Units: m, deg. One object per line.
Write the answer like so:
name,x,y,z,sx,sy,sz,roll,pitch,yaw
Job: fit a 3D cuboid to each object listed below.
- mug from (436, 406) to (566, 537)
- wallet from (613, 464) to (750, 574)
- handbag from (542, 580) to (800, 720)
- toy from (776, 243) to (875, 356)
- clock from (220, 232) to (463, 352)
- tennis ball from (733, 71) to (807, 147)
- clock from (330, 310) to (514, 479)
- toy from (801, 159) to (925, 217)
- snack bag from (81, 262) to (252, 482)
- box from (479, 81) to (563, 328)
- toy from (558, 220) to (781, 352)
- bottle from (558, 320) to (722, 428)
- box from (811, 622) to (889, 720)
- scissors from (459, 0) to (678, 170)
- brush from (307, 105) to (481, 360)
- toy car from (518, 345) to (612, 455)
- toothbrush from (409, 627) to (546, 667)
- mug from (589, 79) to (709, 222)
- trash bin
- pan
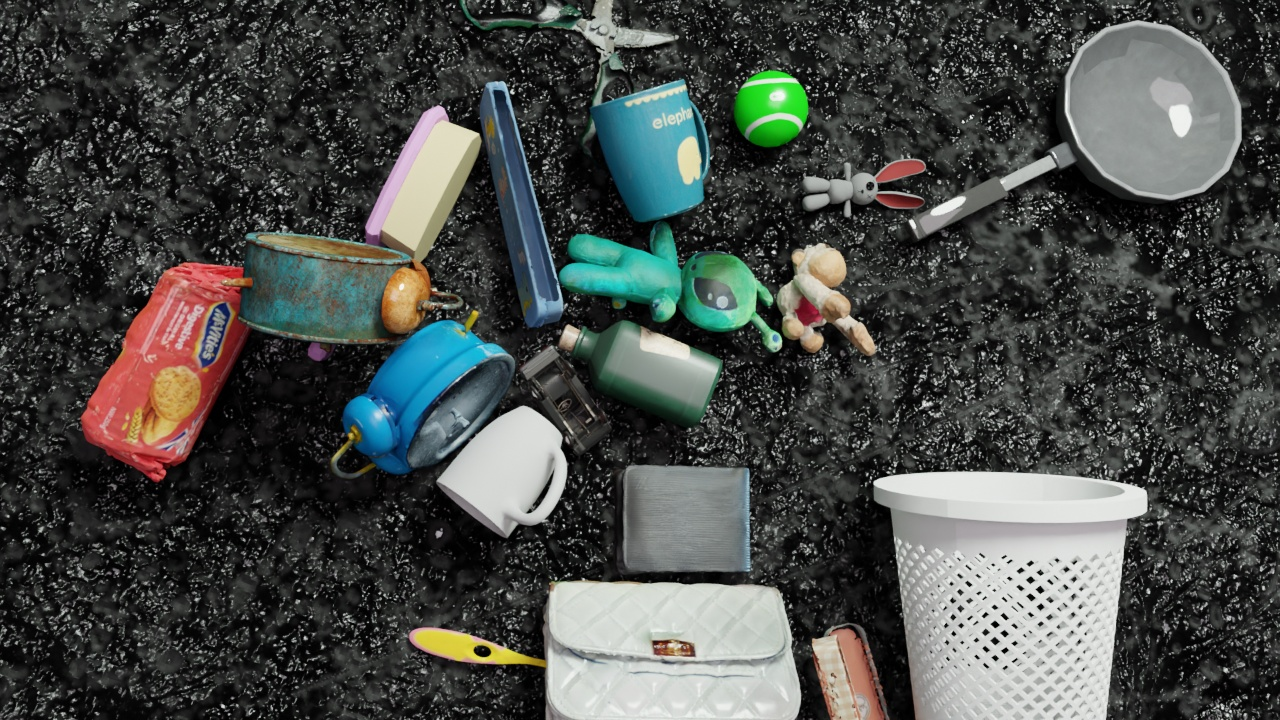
mug,-0.094,0.088,0.721,0.089,0.107,0.071,-52,131,-19
wallet,0.036,0.132,0.765,0.115,0.026,0.089,1,78,-7
handbag,0.023,0.228,0.701,0.195,0.073,0.138,3,38,-7
toy,0.160,-0.057,0.798,0.085,0.074,0.105,29,47,-41
clock,-0.209,-0.045,0.667,0.157,0.121,0.073,7,101,-12
tennis ball,0.116,-0.223,0.817,0.065,0.065,0.065,1,80,-7
clock,-0.170,0.036,0.712,0.060,0.117,0.161,42,73,12
toy,0.201,-0.156,0.833,0.111,0.030,0.049,-6,109,-6
snack bag,-0.363,0.001,0.714,0.082,0.082,0.176,22,77,-3
box,-0.106,-0.130,0.774,0.037,0.066,0.209,-14,82,-13
toy,0.028,-0.061,0.778,0.193,0.073,0.130,12,43,-4
bottle,-0.005,0.004,0.764,0.131,0.061,0.061,23,80,-3
box,0.182,0.311,0.742,0.048,0.085,0.187,-18,84,23
scissors,-0.066,-0.269,0.830,0.201,0.015,0.201,3,79,-4
brush,-0.201,-0.096,0.752,0.043,0.089,0.228,27,90,-7
toy car,-0.064,0.032,0.759,0.040,0.037,0.092,-38,112,-13
toothbrush,-0.118,0.234,0.733,0.135,0.016,0.021,13,80,-5
mug,0.021,-0.181,0.790,0.111,0.085,0.104,-31,111,-43
trash bin,0.283,0.197,0.713,0.195,0.195,0.199,0,90,-7
pan,0.397,-0.192,0.857,0.357,0.041,0.178,-26,84,-11
